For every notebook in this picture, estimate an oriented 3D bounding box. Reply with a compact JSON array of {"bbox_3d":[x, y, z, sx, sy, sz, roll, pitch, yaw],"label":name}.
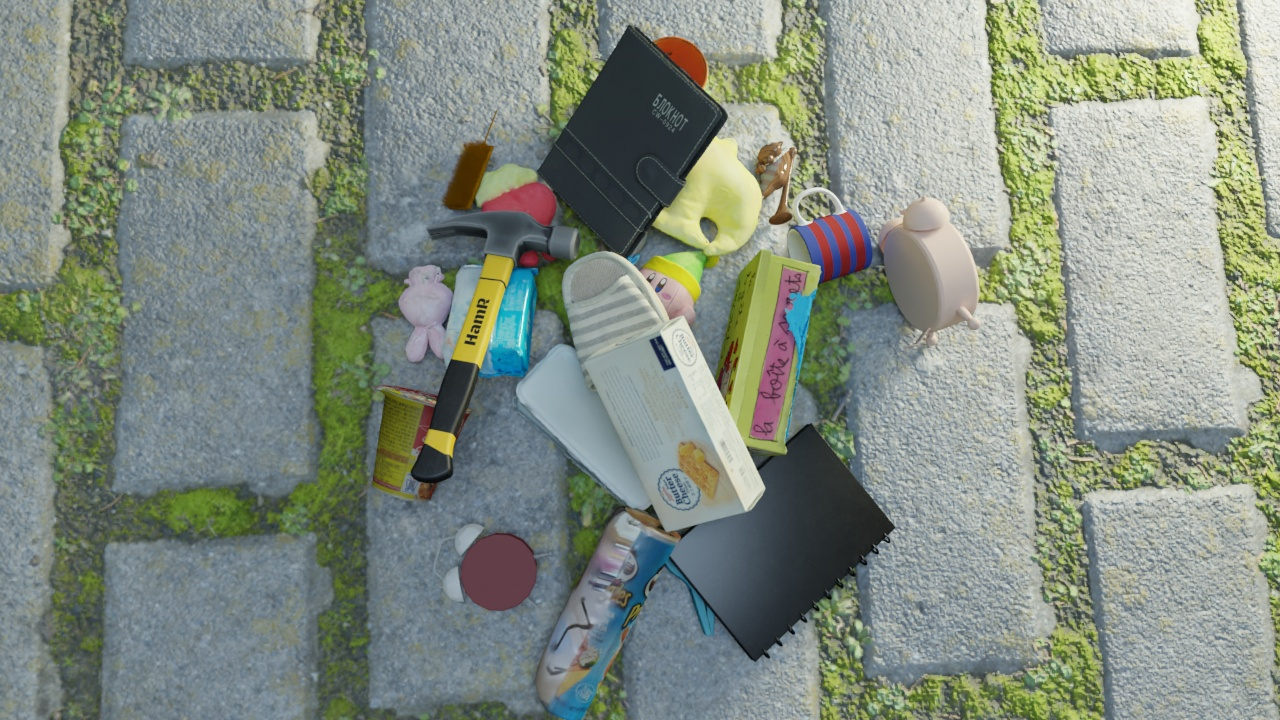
[{"bbox_3d":[-0.014,-0.242,1.038,0.169,0.029,0.210,48,123,17],"label":"notebook"},{"bbox_3d":[0.167,0.210,1.061,0.231,0.019,0.169,-39,91,-14],"label":"notebook"}]

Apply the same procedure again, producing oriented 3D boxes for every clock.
[{"bbox_3d":[-0.168,0.233,1.030,0.124,0.044,0.087,15,82,-3],"label":"clock"},{"bbox_3d":[0.327,-0.100,1.072,0.086,0.131,0.160,-12,84,-7],"label":"clock"}]

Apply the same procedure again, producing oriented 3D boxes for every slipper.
[{"bbox_3d":[-0.006,0.006,1.023,0.115,0.054,0.272,-28,87,15],"label":"slipper"}]

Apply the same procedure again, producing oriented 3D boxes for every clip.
[{"bbox_3d":[0.060,0.243,1.059,0.118,0.033,0.120,28,80,-4],"label":"clip"}]

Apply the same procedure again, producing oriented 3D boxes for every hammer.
[{"bbox_3d":[-0.183,-0.023,0.982,0.170,0.034,0.323,10,66,8],"label":"hammer"}]

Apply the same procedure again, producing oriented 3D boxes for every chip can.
[{"bbox_3d":[-0.043,0.274,1.005,0.080,0.080,0.229,28,90,-1],"label":"chip can"}]

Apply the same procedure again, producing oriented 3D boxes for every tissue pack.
[{"bbox_3d":[-0.169,-0.042,1.041,0.093,0.062,0.144,3,63,2],"label":"tissue pack"}]

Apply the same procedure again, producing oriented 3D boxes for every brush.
[{"bbox_3d":[-0.199,-0.239,1.088,0.017,0.048,0.126,27,78,-44],"label":"brush"}]

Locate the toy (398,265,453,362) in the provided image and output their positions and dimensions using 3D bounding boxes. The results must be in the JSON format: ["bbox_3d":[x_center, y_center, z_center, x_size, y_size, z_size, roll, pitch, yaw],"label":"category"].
[{"bbox_3d":[-0.245,-0.053,1.058,0.064,0.047,0.110,-2,87,17],"label":"toy"}]

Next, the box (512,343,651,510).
[{"bbox_3d":[-0.048,0.080,1.059,0.213,0.063,0.118,44,79,2],"label":"box"}]

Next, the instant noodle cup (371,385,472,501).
[{"bbox_3d":[-0.249,0.094,1.021,0.100,0.100,0.112,15,90,-3],"label":"instant noodle cup"}]

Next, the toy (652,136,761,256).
[{"bbox_3d":[0.070,-0.205,1.094,0.170,0.065,0.154,25,72,-3],"label":"toy"}]

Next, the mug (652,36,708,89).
[{"bbox_3d":[0.031,-0.322,1.087,0.082,0.105,0.082,1,83,-5],"label":"mug"}]

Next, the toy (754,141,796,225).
[{"bbox_3d":[0.165,-0.222,1.120,0.054,0.042,0.101,20,72,-25],"label":"toy"}]

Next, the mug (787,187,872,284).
[{"bbox_3d":[0.220,-0.151,1.091,0.076,0.075,0.112,-18,105,-7],"label":"mug"}]

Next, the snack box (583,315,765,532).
[{"bbox_3d":[0.036,0.068,0.959,0.104,0.057,0.208,-21,99,33],"label":"snack box"}]

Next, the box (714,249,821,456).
[{"bbox_3d":[0.136,-0.005,1.049,0.079,0.124,0.221,11,83,-6],"label":"box"}]

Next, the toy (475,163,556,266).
[{"bbox_3d":[-0.141,-0.172,1.083,0.091,0.045,0.135,-30,81,-6],"label":"toy"}]

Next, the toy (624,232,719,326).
[{"bbox_3d":[0.031,-0.090,1.084,0.124,0.096,0.131,30,93,29],"label":"toy"}]
